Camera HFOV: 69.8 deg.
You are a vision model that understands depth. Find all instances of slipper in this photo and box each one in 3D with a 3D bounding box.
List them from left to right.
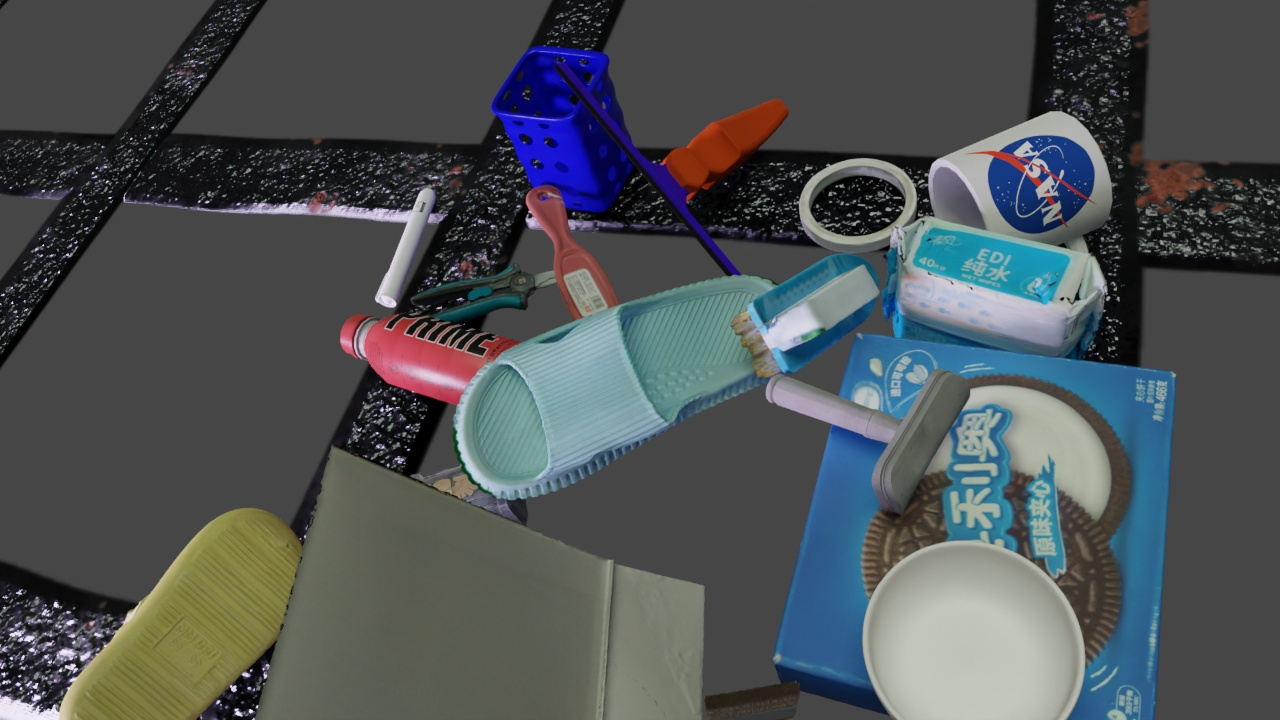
[{"bbox_3d":[-0.004,0.004,0.648,0.276,0.070,0.116,-22,68,-13],"label":"slipper"}]

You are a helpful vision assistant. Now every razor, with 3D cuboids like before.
[{"bbox_3d":[0.130,0.034,0.571,0.116,0.047,0.088,21,66,37],"label":"razor"}]

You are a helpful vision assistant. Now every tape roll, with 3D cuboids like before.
[{"bbox_3d":[0.177,-0.127,0.747,0.093,0.013,0.092,-8,56,12],"label":"tape roll"}]

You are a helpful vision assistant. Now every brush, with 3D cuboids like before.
[{"bbox_3d":[-0.058,-0.082,0.771,0.041,0.030,0.172,-19,56,-10],"label":"brush"},{"bbox_3d":[0.058,0.195,0.486,0.045,0.143,0.008,-9,56,0],"label":"brush"},{"bbox_3d":[0.132,-0.042,0.643,0.135,0.076,0.055,-31,92,-40],"label":"brush"}]

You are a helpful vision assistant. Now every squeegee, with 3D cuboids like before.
[{"bbox_3d":[0.065,-0.176,0.775,0.184,0.055,0.249,-39,89,-33],"label":"squeegee"}]

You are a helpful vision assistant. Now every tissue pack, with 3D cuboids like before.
[{"bbox_3d":[0.235,-0.043,0.624,0.144,0.093,0.061,20,62,27],"label":"tissue pack"}]

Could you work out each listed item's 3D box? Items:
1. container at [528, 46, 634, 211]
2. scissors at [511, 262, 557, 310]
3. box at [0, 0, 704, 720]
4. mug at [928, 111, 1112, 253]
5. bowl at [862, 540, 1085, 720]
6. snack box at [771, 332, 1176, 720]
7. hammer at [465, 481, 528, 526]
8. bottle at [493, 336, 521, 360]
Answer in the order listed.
[{"bbox_3d":[-0.062,-0.200,0.804,0.085,0.114,0.084,14,62,24],"label":"container"},{"bbox_3d":[-0.126,-0.052,0.784,0.129,0.019,0.138,26,65,23],"label":"scissors"},{"bbox_3d":[-0.058,0.120,0.349,0.149,0.507,0.166,-3,55,9],"label":"box"},{"bbox_3d":[0.278,-0.106,0.665,0.090,0.091,0.121,-23,89,1],"label":"mug"},{"bbox_3d":[0.168,0.150,0.469,0.105,0.054,0.104,-9,58,15],"label":"bowl"},{"bbox_3d":[0.204,0.102,0.558,0.196,0.056,0.238,8,61,22],"label":"snack box"},{"bbox_3d":[-0.108,0.211,0.592,0.098,0.044,0.321,-17,56,5],"label":"hammer"},{"bbox_3d":[-0.165,-0.002,0.735,0.177,0.062,0.062,15,63,25],"label":"bottle"}]
